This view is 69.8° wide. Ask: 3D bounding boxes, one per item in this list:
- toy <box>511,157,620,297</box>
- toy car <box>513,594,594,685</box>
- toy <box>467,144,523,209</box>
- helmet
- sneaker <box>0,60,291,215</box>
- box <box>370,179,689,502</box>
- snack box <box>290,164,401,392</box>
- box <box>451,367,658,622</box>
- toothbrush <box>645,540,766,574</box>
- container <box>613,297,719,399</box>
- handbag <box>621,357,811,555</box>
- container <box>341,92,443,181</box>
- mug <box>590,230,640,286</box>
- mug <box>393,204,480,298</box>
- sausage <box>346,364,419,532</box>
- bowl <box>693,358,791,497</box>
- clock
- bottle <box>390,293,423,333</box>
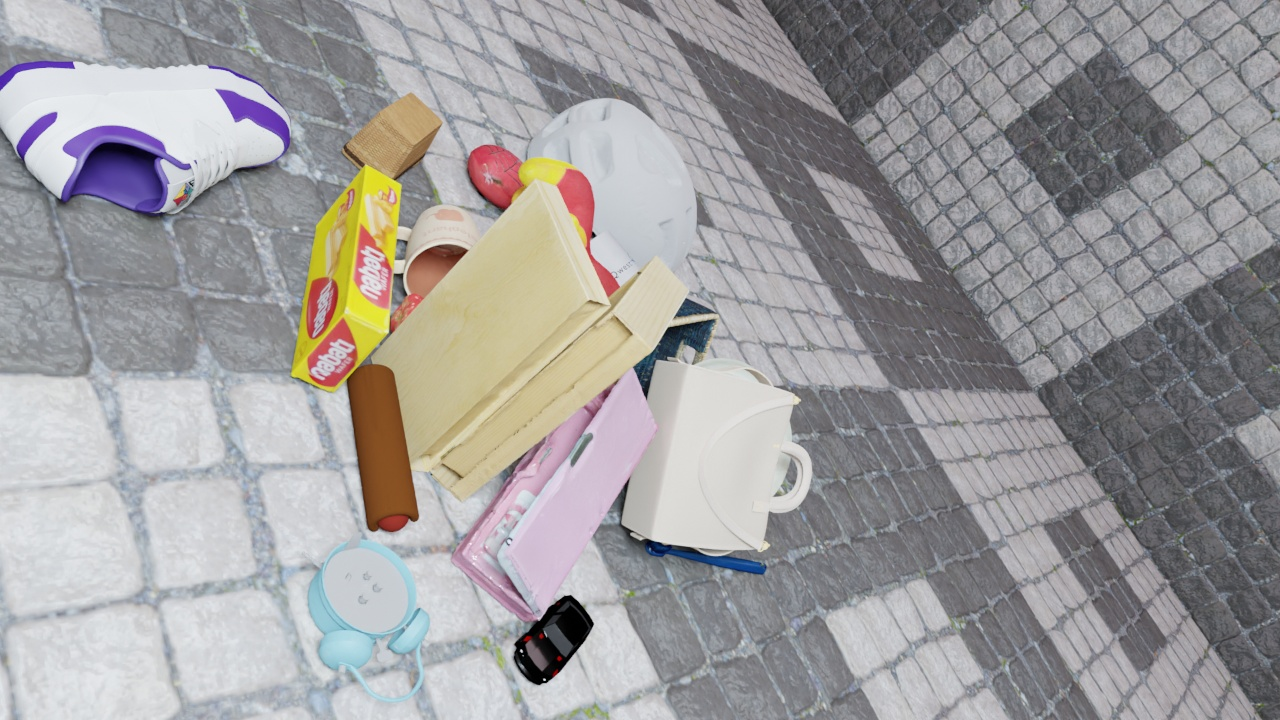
[{"bbox_3d":[-0.081,-0.110,1.014,0.148,0.098,0.216,127,-52,-79],"label":"toy"},{"bbox_3d":[-0.070,0.232,0.767,0.042,0.036,0.091,51,29,1],"label":"toy car"},{"bbox_3d":[-0.168,-0.231,1.141,0.092,0.062,0.132,51,17,-12],"label":"toy"},{"bbox_3d":[-0.021,-0.238,1.310,0.282,0.184,0.223,57,27,-31],"label":"helmet"},{"bbox_3d":[-0.382,-0.174,0.757,0.243,0.092,0.111,-15,69,-54],"label":"sneaker"},{"bbox_3d":[-0.102,-0.002,0.776,0.179,0.249,0.141,35,33,-25],"label":"box"},{"bbox_3d":[-0.256,-0.076,0.808,0.042,0.092,0.200,28,36,-34],"label":"snack box"},{"bbox_3d":[-0.056,0.107,0.807,0.099,0.080,0.231,44,52,-10],"label":"box"},{"bbox_3d":[0.077,0.215,1.005,0.189,0.017,0.016,21,42,-41],"label":"toothbrush"},{"bbox_3d":[-0.006,0.006,0.993,0.071,0.145,0.187,29,21,25],"label":"container"},{"bbox_3d":[0.097,0.104,0.947,0.197,0.101,0.194,13,88,-26],"label":"handbag"},{"bbox_3d":[-0.269,-0.248,1.018,0.063,0.061,0.113,42,30,-13],"label":"container"},{"bbox_3d":[-0.049,-0.089,1.122,0.096,0.083,0.119,50,44,0],"label":"mug"},{"bbox_3d":[-0.213,-0.110,0.931,0.111,0.085,0.104,5,35,-14],"label":"mug"},{"bbox_3d":[-0.214,0.070,0.756,0.040,0.040,0.155,17,43,-44],"label":"sausage"},{"bbox_3d":[0.083,0.088,1.037,0.176,0.058,0.176,5,80,-27],"label":"bowl"},{"bbox_3d":[-0.191,0.183,0.653,0.087,0.042,0.123,-1,55,-54],"label":"clock"},{"bbox_3d":[-0.176,-0.017,0.893,0.134,0.049,0.071,28,28,-32],"label":"bottle"}]
